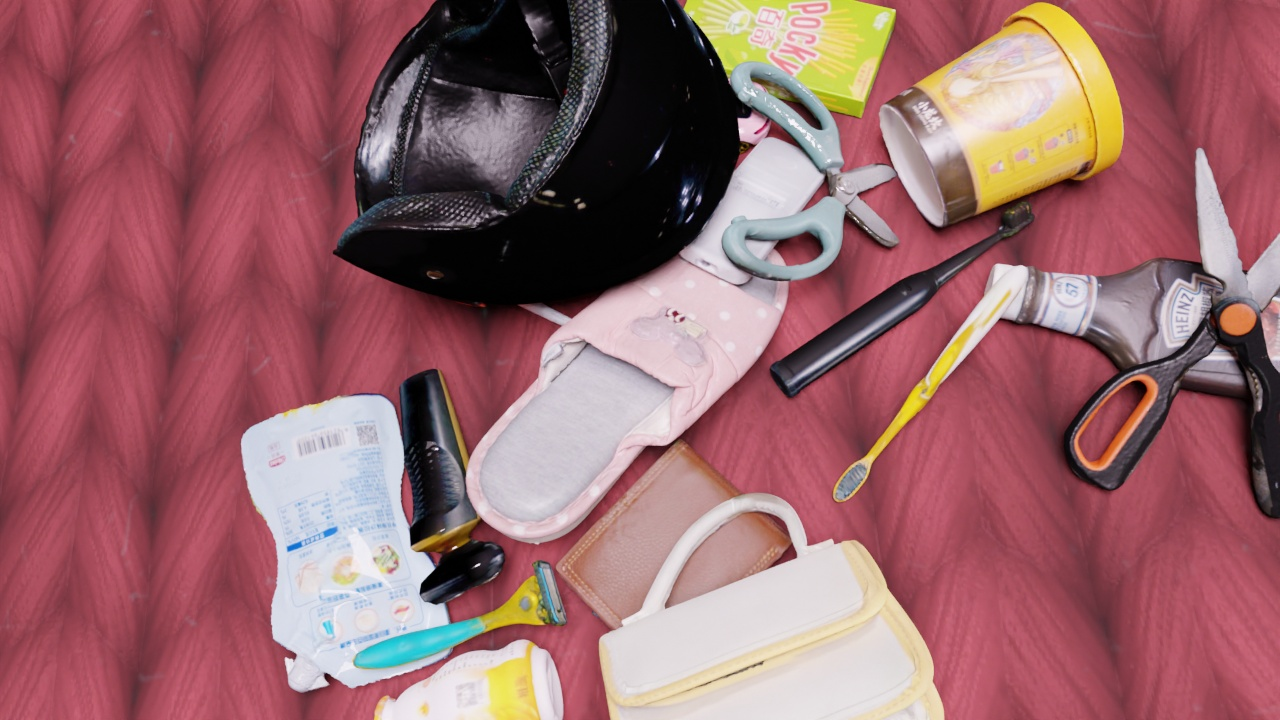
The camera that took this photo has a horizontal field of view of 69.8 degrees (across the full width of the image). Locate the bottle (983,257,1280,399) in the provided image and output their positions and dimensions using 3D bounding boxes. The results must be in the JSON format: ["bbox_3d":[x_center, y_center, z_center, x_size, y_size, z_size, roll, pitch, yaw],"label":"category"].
[{"bbox_3d":[0.324,-0.028,0.588,0.195,0.044,0.079,12,81,13],"label":"bottle"}]

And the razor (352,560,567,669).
[{"bbox_3d":[-0.114,0.167,0.572,0.132,0.028,0.043,-19,65,-4],"label":"razor"}]

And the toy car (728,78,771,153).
[{"bbox_3d":[0.036,-0.181,0.684,0.122,0.037,0.056,-4,70,8],"label":"toy car"}]

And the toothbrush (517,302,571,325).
[{"bbox_3d":[-0.055,-0.033,0.658,0.180,0.016,0.016,25,70,15],"label":"toothbrush"}]

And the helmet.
[{"bbox_3d":[-0.076,-0.148,0.590,0.275,0.230,0.233,-2,78,53],"label":"helmet"}]

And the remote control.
[{"bbox_3d":[0.079,-0.106,0.639,0.056,0.020,0.135,28,56,15],"label":"remote control"}]

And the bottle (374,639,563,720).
[{"bbox_3d":[-0.104,0.211,0.558,0.108,0.063,0.063,-14,70,3],"label":"bottle"}]

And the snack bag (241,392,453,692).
[{"bbox_3d":[-0.198,0.120,0.613,0.110,0.039,0.191,-14,71,-16],"label":"snack bag"}]

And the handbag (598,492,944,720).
[{"bbox_3d":[0.055,0.146,0.502,0.163,0.063,0.178,-22,41,0],"label":"handbag"}]

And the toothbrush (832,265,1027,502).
[{"bbox_3d":[0.184,0.015,0.585,0.016,0.018,0.191,39,94,13],"label":"toothbrush"}]

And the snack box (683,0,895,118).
[{"bbox_3d":[0.106,-0.243,0.699,0.156,0.026,0.085,19,76,13],"label":"snack box"}]

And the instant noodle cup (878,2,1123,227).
[{"bbox_3d":[0.232,-0.154,0.609,0.114,0.118,0.118,-27,70,7],"label":"instant noodle cup"}]

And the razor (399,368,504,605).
[{"bbox_3d":[-0.131,0.078,0.614,0.062,0.067,0.167,-30,59,19],"label":"razor"}]

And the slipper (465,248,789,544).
[{"bbox_3d":[-0.004,0.004,0.597,0.114,0.054,0.273,39,69,20],"label":"slipper"}]

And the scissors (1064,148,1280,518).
[{"bbox_3d":[0.350,-0.003,0.547,0.221,0.021,0.228,-42,90,15],"label":"scissors"}]

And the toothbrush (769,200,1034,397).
[{"bbox_3d":[0.181,-0.044,0.622,0.212,0.027,0.026,-34,39,-4],"label":"toothbrush"}]

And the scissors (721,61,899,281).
[{"bbox_3d":[0.099,-0.126,0.624,0.169,0.019,0.171,-38,85,-33],"label":"scissors"}]

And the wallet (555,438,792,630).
[{"bbox_3d":[0.021,0.126,0.587,0.101,0.032,0.124,42,82,15],"label":"wallet"}]
